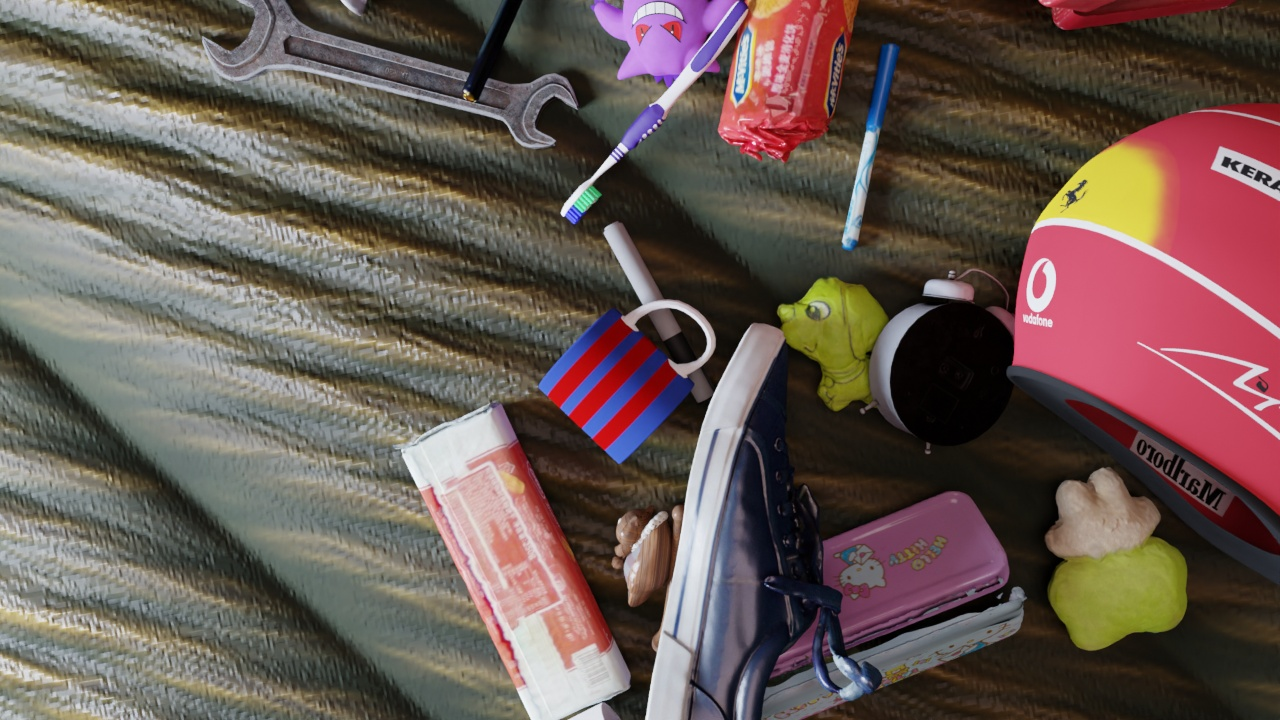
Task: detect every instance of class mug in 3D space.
[{"bbox_3d":[-0.004,0.004,0.616,0.076,0.075,0.112,43,102,1],"label":"mug"}]

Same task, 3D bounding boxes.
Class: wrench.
[{"bbox_3d":[-0.178,-0.205,0.652,0.273,0.010,0.070,15,94,3],"label":"wrench"}]

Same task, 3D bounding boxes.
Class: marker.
[{"bbox_3d":[0.014,-0.034,0.645,0.016,0.016,0.140,-29,91,4],"label":"marker"},{"bbox_3d":[0.158,-0.146,0.632,0.013,0.013,0.142,11,94,3],"label":"marker"}]

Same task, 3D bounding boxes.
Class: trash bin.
[{"bbox_3d":[-0.076,0.337,0.596,0.199,0.195,0.195,-32,91,-5],"label":"trash bin"}]

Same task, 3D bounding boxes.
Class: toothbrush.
[{"bbox_3d":[0.008,-0.162,0.614,0.016,0.015,0.187,44,113,-2],"label":"toothbrush"}]

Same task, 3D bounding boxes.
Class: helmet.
[{"bbox_3d":[0.361,-0.025,0.535,0.271,0.197,0.225,36,95,-7],"label":"helmet"}]

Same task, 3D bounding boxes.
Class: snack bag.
[{"bbox_3d":[-0.088,0.144,0.650,0.077,0.041,0.225,-26,89,4],"label":"snack bag"},{"bbox_3d":[0.102,-0.216,0.602,0.082,0.082,0.176,12,94,3],"label":"snack bag"}]

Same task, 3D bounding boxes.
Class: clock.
[{"bbox_3d":[0.205,-0.003,0.612,0.094,0.035,0.122,30,88,-19],"label":"clock"}]

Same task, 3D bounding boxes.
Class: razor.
[{"bbox_3d":[-0.091,-0.246,0.636,0.043,0.022,0.144,24,90,-12],"label":"razor"}]

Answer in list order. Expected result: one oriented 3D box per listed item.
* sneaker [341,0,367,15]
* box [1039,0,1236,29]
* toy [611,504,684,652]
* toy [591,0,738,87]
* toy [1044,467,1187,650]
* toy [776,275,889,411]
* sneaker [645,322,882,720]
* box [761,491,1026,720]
[{"bbox_3d":[-0.148,-0.316,0.613,0.257,0.093,0.160,3,102,2],"label":"sneaker"},{"bbox_3d":[0.306,-0.299,0.543,0.152,0.165,0.157,-8,92,9],"label":"box"},{"bbox_3d":[0.007,0.147,0.642,0.055,0.041,0.102,8,100,17],"label":"toy"},{"bbox_3d":[0.018,-0.232,0.616,0.106,0.055,0.088,2,95,19],"label":"toy"},{"bbox_3d":[0.316,0.132,0.622,0.092,0.043,0.118,-18,89,7],"label":"toy"},{"bbox_3d":[0.140,-0.011,0.629,0.094,0.036,0.093,0,95,-4],"label":"toy"},{"bbox_3d":[0.085,0.120,0.572,0.127,0.121,0.294,8,75,8],"label":"sneaker"},{"bbox_3d":[0.151,0.183,0.639,0.214,0.089,0.093,-23,133,4],"label":"box"}]
